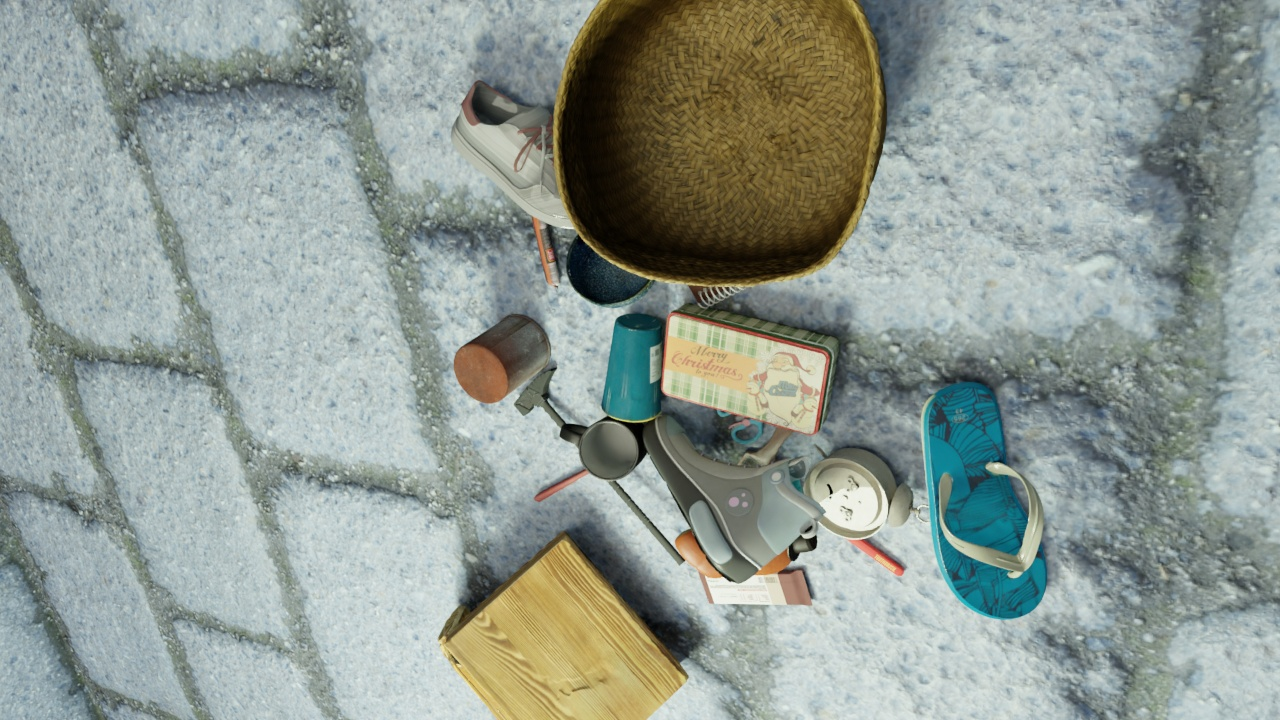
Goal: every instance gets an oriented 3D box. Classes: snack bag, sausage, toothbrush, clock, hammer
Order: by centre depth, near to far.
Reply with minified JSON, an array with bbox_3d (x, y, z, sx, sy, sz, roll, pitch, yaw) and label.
[{"bbox_3d":[0.270,0.157,1.078,0.157,0.061,0.103,15,118,31],"label":"clock"},{"bbox_3d":[0.236,0.204,1.138,0.212,0.017,0.012,35,121,5],"label":"toothbrush"},{"bbox_3d":[-0.124,-0.162,1.168,0.020,0.020,0.155,2,115,29],"label":"sausage"},{"bbox_3d":[0.155,0.310,1.252,0.158,0.013,0.057,-9,107,33],"label":"snack bag"},{"bbox_3d":[-0.046,0.151,1.264,0.325,0.015,0.095,48,126,8],"label":"hammer"},{"bbox_3d":[-0.088,0.170,1.319,0.190,0.016,0.016,-31,101,37],"label":"toothbrush"}]

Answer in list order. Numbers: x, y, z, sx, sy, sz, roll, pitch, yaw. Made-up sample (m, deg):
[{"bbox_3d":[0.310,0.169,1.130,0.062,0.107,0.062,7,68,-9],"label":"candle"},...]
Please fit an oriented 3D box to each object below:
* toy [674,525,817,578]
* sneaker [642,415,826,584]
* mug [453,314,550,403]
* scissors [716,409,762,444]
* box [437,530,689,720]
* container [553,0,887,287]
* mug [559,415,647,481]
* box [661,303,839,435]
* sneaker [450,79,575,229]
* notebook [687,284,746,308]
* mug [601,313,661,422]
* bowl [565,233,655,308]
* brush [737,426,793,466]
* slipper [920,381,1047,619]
[{"bbox_3d":[0.138,0.234,1.168,0.176,0.112,0.096,2,83,27],"label":"toy"},{"bbox_3d":[0.112,0.133,1.113,0.160,0.256,0.093,-35,138,7],"label":"sneaker"},{"bbox_3d":[-0.196,0.005,1.242,0.123,0.110,0.096,-39,87,37],"label":"mug"},{"bbox_3d":[0.149,0.046,1.125,0.076,0.015,0.142,50,122,2],"label":"scissors"},{"bbox_3d":[-0.144,0.458,1.438,0.279,0.286,0.337,50,170,-2],"label":"box"},{"bbox_3d":[0.086,-0.229,0.875,0.307,0.196,0.307,6,109,16],"label":"container"},{"bbox_3d":[-0.050,0.106,1.199,0.113,0.088,0.078,17,96,8],"label":"mug"},{"bbox_3d":[0.126,0.009,1.086,0.206,0.050,0.118,17,115,23],"label":"box"},{"bbox_3d":[-0.123,-0.247,1.075,0.236,0.099,0.090,36,141,12],"label":"sneaker"},{"bbox_3d":[0.110,-0.171,1.027,0.210,0.022,0.171,-26,98,37],"label":"notebook"},{"bbox_3d":[-0.007,0.007,1.155,0.078,0.078,0.121,16,116,22],"label":"mug"},{"bbox_3d":[-0.027,-0.111,1.104,0.114,0.061,0.114,-4,73,13],"label":"bowl"},{"bbox_3d":[0.155,0.126,1.156,0.050,0.015,0.136,34,126,10],"label":"brush"},{"bbox_3d":[0.374,0.166,0.999,0.118,0.060,0.295,-16,104,7],"label":"slipper"}]
